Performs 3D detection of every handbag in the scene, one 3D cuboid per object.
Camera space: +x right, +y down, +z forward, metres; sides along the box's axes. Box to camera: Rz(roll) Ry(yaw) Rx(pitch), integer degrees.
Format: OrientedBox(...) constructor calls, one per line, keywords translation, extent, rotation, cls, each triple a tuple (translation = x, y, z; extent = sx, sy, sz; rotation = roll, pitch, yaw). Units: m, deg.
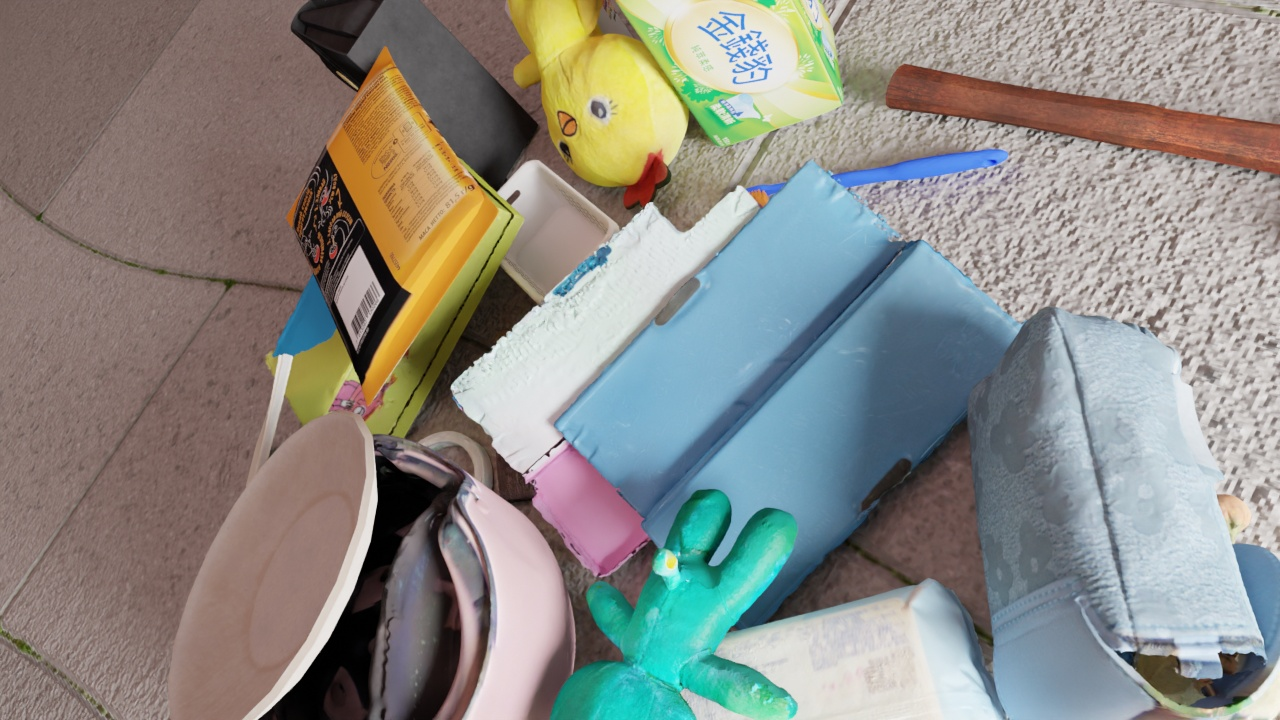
OrientedBox(translation=(0.216, 0.076, 0.413), extent=(0.118, 0.122, 0.191), rotation=(7, 58, -2), cls="handbag")
OrientedBox(translation=(-0.220, -0.244, 0.804), extent=(0.196, 0.175, 0.072), rotation=(23, 79, 41), cls="handbag")

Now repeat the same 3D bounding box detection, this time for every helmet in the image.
OrientedBox(translation=(-0.141, 0.172, 0.544), extent=(0.256, 0.152, 0.229), rotation=(-7, 60, 40), cls="helmet")

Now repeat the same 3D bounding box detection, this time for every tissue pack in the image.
OrientedBox(translation=(0.087, 0.185, 0.454), extent=(0.182, 0.070, 0.112), rotation=(-22, 55, 22), cls="tissue pack")
OrientedBox(translation=(0.058, -0.268, 0.632), extent=(0.120, 0.197, 0.141), rotation=(-11, 62, 19), cls="tissue pack")

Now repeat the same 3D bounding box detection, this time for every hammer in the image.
OrientedBox(translation=(0.283, -0.139, 0.537), extent=(0.301, 0.028, 0.111), rotation=(25, 80, 38), cls="hammer")

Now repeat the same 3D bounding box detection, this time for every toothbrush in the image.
OrientedBox(translation=(0.148, -0.120, 0.614), extent=(0.183, 0.016, 0.018), rotation=(-4, 68, 30), cls="toothbrush")

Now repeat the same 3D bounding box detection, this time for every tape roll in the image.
OrientedBox(translation=(-0.150, 0.097, 0.677), extent=(0.093, 0.013, 0.092), rotation=(-14, 59, 24), cls="tape roll")

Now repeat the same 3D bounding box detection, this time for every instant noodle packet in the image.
OrientedBox(translation=(-0.183, -0.101, 0.637), extent=(0.160, 0.032, 0.220), rotation=(-51, 51, 20), cls="instant noodle packet")

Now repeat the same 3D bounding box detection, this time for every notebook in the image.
OrientedBox(translation=(-0.293, 0.102, 0.686), extent=(0.209, 0.012, 0.152), rotation=(-41, 41, 55), cls="notebook")

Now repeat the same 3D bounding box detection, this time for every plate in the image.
OrientedBox(translation=(-0.196, 0.118, 0.507), extent=(0.189, 0.027, 0.188), rotation=(-30, 42, 31), cls="plate")

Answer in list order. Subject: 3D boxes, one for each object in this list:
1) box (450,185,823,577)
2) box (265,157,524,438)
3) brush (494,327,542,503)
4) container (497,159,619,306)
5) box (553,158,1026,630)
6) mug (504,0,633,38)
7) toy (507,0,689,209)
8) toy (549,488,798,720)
OrientedBox(translation=(0.010, 0.003, 0.573), extent=(0.230, 0.035, 0.159), rotation=(-42, 83, 4), cls="box")
OrientedBox(translation=(-0.192, -0.053, 0.708), extent=(0.124, 0.080, 0.221), rotation=(41, 104, 40), cls="box")
OrientedBox(translation=(-0.092, 0.037, 0.676), extent=(0.039, 0.012, 0.151), rotation=(-23, 55, 19), cls="brush")
OrientedBox(translation=(-0.066, -0.089, 0.704), extent=(0.081, 0.049, 0.129), rotation=(-47, 51, 1), cls="container")
OrientedBox(translation=(0.080, 0.015, 0.527), extent=(0.174, 0.033, 0.231), rotation=(43, 92, 13), cls="box")
OrientedBox(translation=(-0.059, -0.272, 0.772), extent=(0.074, 0.089, 0.105), rotation=(-12, 59, 25), cls="mug")
OrientedBox(translation=(-0.035, -0.214, 0.691), extent=(0.092, 0.207, 0.134), rotation=(-41, 8, -31), cls="toy")
OrientedBox(translation=(0.006, 0.147, 0.442), extent=(0.131, 0.072, 0.193), rotation=(14, 66, 40), cls="toy")
